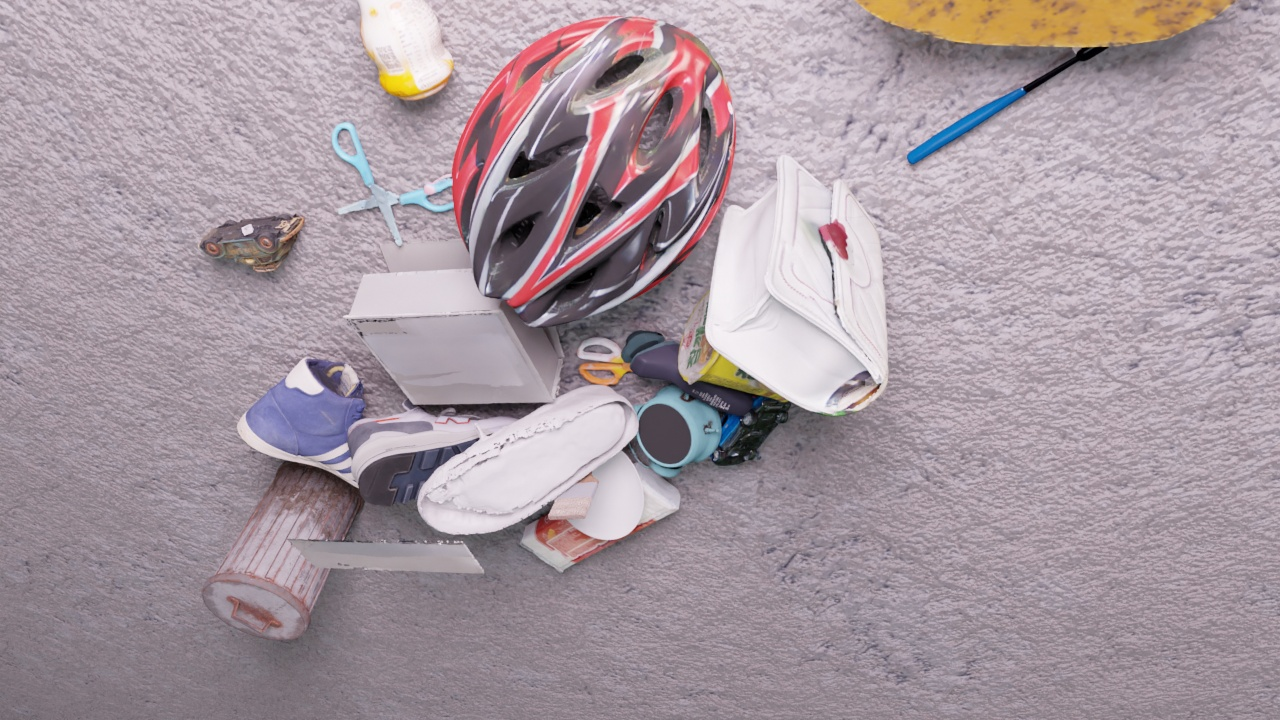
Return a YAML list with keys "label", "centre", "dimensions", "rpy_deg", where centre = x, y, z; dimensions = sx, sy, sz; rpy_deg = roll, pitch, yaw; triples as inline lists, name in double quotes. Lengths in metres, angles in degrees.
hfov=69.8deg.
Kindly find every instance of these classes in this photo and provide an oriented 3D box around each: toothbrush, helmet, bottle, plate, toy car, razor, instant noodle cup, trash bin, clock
- label: "toothbrush"
  centre: [0.281, -0.201, 0.713]
  dimensions: [0.168, 0.014, 0.014]
  rpy_deg: [-30, 154, 37]
- label: "helmet"
  centre: [-0.039, -0.149, 0.756]
  dimensions: [0.217, 0.166, 0.273]
  rpy_deg: [32, 119, -21]
- label: "bottle"
  centre: [-0.193, -0.266, 0.731]
  dimensions: [0.063, 0.063, 0.109]
  rpy_deg: [-4, 131, 16]
- label: "plate"
  centre: [-0.052, 0.147, 1.082]
  dimensions: [0.135, 0.011, 0.135]
  rpy_deg: [11, 111, 29]
- label: "toy car"
  centre: [0.115, 0.068, 0.978]
  dimensions: [0.056, 0.043, 0.120]
  rpy_deg: [0, 139, -31]
- label: "razor"
  centre: [0.048, 0.015, 0.928]
  dimensions: [0.143, 0.052, 0.047]
  rpy_deg: [30, 143, 6]
- label: "instant noodle cup"
  centre: [0.105, -0.009, 0.885]
  dimensions: [0.108, 0.102, 0.102]
  rpy_deg: [22, 134, -19]
- label: "trash bin"
  centre: [-0.446, 0.241, 1.158]
  dimensions: [0.131, 0.210, 0.131]
  rpy_deg: [7, 133, 7]
- label: "toy car"
  centre: [-0.385, -0.116, 0.925]
  dimensions: [0.112, 0.047, 0.047]
  rpy_deg: [-3, 126, 16]
- label: "helmet"
  centre: [0.243, -0.301, 0.549]
  dimensions: [0.255, 0.131, 0.205]
  rpy_deg: [10, 165, -4]
- label: "clock"
  centre: [0.029, 0.077, 0.987]
  dimensions: [0.125, 0.053, 0.090]
  rpy_deg: [-37, 80, 38]

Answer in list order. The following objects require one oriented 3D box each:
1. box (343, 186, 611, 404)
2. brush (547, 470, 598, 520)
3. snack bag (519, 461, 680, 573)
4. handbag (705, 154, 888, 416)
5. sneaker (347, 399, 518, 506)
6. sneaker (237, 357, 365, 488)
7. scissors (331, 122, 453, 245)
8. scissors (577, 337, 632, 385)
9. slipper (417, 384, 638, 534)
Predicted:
- label: "box"
  centre: [-0.155, -0.124, 1.032]
  dimensions: [0.169, 0.402, 0.172]
  rpy_deg: [-2, 132, 14]
- label: "brush"
  centre: [-0.056, 0.115, 0.997]
  dimensions: [0.045, 0.142, 0.008]
  rpy_deg: [-7, 129, 30]
- label: "snack bag"
  centre: [-0.054, 0.199, 1.147]
  dimensions: [0.077, 0.041, 0.226]
  rpy_deg: [39, 130, -22]
- label: "handbag"
  centre: [0.140, -0.064, 0.750]
  dimensions: [0.142, 0.198, 0.096]
  rpy_deg: [31, 130, -17]
- label: "sneaker"
  centre: [-0.223, 0.089, 1.035]
  dimensions: [0.239, 0.124, 0.089]
  rpy_deg: [-4, 120, -41]
- label: "sneaker"
  centre: [-0.331, 0.072, 1.074]
  dimensions: [0.233, 0.091, 0.118]
  rpy_deg: [30, 106, -39]
- label: "scissors"
  centre: [-0.238, -0.168, 0.867]
  dimensions: [0.135, 0.015, 0.135]
  rpy_deg: [-13, 125, 14]
- label: "scissors"
  centre: [-0.005, 0.000, 0.970]
  dimensions: [0.130, 0.013, 0.070]
  rpy_deg: [0, 133, 14]
- label: "slipper"
  centre: [-0.122, 0.100, 0.969]
  dimensions: [0.246, 0.074, 0.112]
  rpy_deg: [-30, 105, -5]
